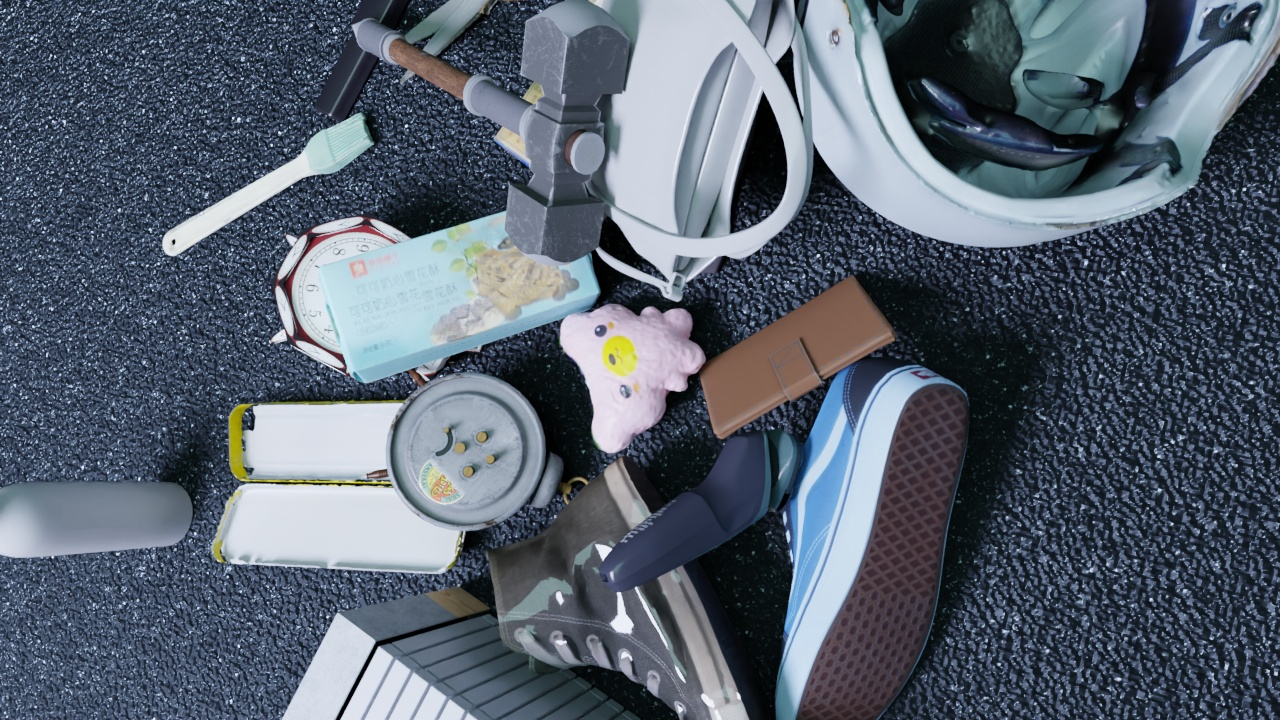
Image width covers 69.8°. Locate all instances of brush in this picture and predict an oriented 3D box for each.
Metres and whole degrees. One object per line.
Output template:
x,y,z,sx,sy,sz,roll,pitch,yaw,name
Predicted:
-0.311,-0.140,0.753,0.218,0.012,0.033,-25,76,15,brush

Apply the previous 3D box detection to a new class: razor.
0.036,0.087,0.534,0.142,0.047,0.052,-29,93,-24,razor

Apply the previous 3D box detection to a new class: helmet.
0.197,-0.190,0.511,0.236,0.164,0.263,21,83,-8,helmet

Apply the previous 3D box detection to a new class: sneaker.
-0.002,0.188,0.563,0.120,0.095,0.234,-32,75,6,sneaker
0.124,0.113,0.561,0.098,0.083,0.241,31,110,62,sneaker

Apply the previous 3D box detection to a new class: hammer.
-0.128,-0.191,0.624,0.322,0.043,0.156,37,127,40,hammer

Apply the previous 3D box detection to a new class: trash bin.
-0.085,0.271,0.557,0.247,0.142,0.142,28,92,19,trash bin

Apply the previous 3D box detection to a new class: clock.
-0.104,0.067,0.621,0.148,0.056,0.103,21,80,-3,clock
-0.184,-0.042,0.671,0.154,0.065,0.114,7,83,-10,clock

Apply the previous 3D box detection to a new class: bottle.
-0.415,0.113,0.656,0.052,0.195,0.052,-2,82,17,bottle

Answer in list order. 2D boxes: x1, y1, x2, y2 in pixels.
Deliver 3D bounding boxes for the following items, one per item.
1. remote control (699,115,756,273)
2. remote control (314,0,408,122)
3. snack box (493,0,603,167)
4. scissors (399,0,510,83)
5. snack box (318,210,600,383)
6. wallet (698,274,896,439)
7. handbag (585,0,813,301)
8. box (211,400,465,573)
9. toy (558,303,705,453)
0.047,-0.122,0.635,0.046,0.009,0.124,13,87,19,remote control
-0.221,-0.258,0.736,0.032,0.015,0.136,30,93,19,remote control
-0.016,-0.218,0.644,0.056,0.057,0.207,38,95,15,snack box
-0.098,-0.285,0.699,0.162,0.016,0.226,44,98,18,scissors
-0.120,-0.049,0.621,0.174,0.053,0.075,-19,83,-12,snack box
0.093,-0.004,0.575,0.121,0.087,0.013,-31,117,12,wallet
0.038,-0.127,0.527,0.222,0.095,0.216,-122,40,-48,handbag
-0.223,0.092,0.683,0.210,0.038,0.129,-1,75,17,box
-0.004,0.004,0.613,0.093,0.050,0.102,-23,71,13,toy
